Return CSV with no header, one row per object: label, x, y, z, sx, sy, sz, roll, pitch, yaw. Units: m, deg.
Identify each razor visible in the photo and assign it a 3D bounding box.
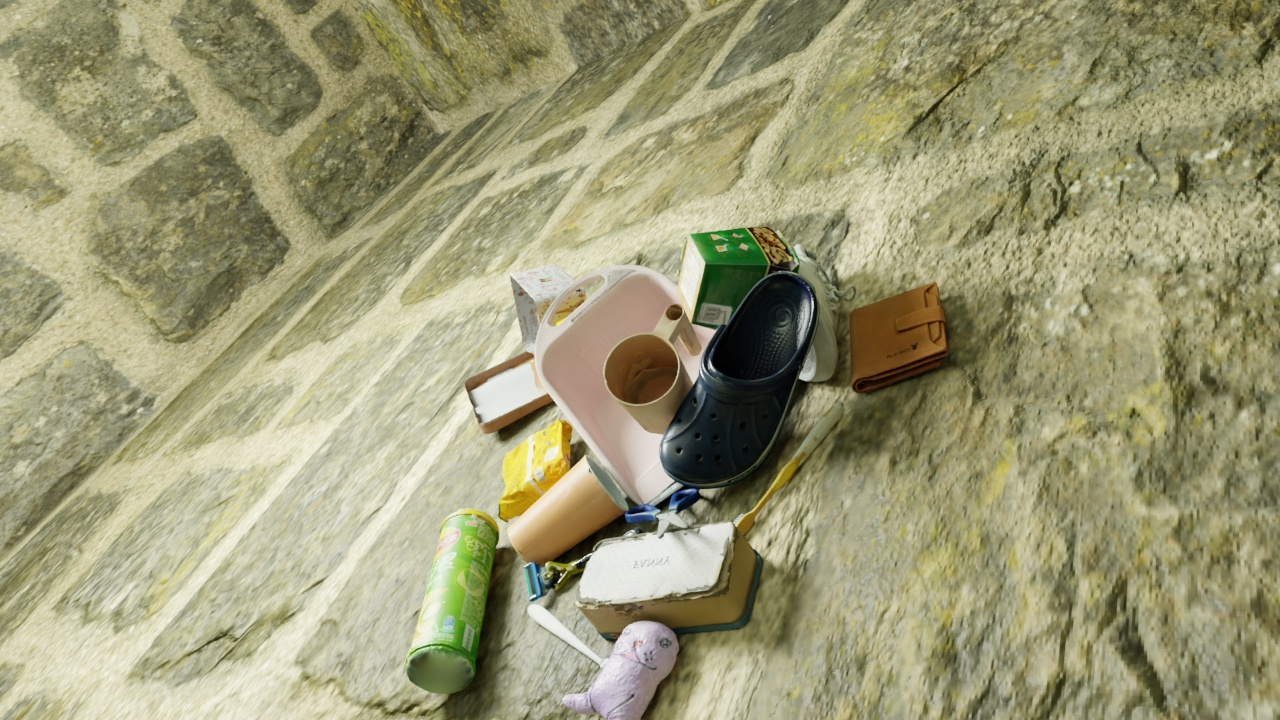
razor,-0.057,0.213,0.981,0.143,0.022,0.042,-27,54,9

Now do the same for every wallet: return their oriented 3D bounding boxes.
wallet,0.277,-0.026,0.989,0.108,0.031,0.131,-22,30,27

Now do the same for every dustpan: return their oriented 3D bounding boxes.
dustpan,-0.006,0.006,1.085,0.222,0.139,0.273,-43,34,-6

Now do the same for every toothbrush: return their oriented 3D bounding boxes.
toothbrush,-0.069,0.273,0.903,0.016,0.016,0.180,-44,28,-20
toothbrush,0.149,0.109,0.928,0.191,0.016,0.018,-47,21,-21

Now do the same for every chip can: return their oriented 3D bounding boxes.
chip can,-0.203,0.261,1.010,0.073,0.072,0.220,-27,28,15

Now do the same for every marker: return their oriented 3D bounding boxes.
marker,0.043,0.136,1.000,0.124,0.015,0.018,-35,23,2

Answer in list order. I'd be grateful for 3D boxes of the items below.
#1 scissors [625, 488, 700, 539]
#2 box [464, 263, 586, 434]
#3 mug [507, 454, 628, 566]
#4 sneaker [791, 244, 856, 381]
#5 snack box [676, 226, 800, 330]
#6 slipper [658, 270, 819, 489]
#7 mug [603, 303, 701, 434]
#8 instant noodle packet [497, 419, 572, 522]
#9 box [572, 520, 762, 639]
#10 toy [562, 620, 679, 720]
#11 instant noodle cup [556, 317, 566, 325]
scissors,0.034,0.151,0.912,0.140,0.012,0.171,-19,2,-33
box,-0.179,-0.035,1.366,0.226,0.156,0.180,-28,26,-7
mug,-0.084,0.173,1.023,0.123,0.078,0.078,-39,27,3
sneaker,0.202,-0.061,1.081,0.090,0.090,0.241,-6,39,-7
snack box,0.104,-0.088,1.049,0.105,0.118,0.117,2,31,-14
slipper,0.108,0.021,0.946,0.105,0.095,0.252,29,86,21
mug,0.024,0.012,1.010,0.084,0.103,0.124,24,76,24
instant noodle packet,-0.131,0.138,1.160,0.111,0.044,0.128,-35,23,13
box,0.029,0.206,0.860,0.185,0.059,0.089,-12,35,33
toy,-0.010,0.275,0.805,0.084,0.039,0.107,11,51,36
instant noodle cup,-0.038,-0.026,1.252,0.114,0.118,0.118,-30,26,-7
